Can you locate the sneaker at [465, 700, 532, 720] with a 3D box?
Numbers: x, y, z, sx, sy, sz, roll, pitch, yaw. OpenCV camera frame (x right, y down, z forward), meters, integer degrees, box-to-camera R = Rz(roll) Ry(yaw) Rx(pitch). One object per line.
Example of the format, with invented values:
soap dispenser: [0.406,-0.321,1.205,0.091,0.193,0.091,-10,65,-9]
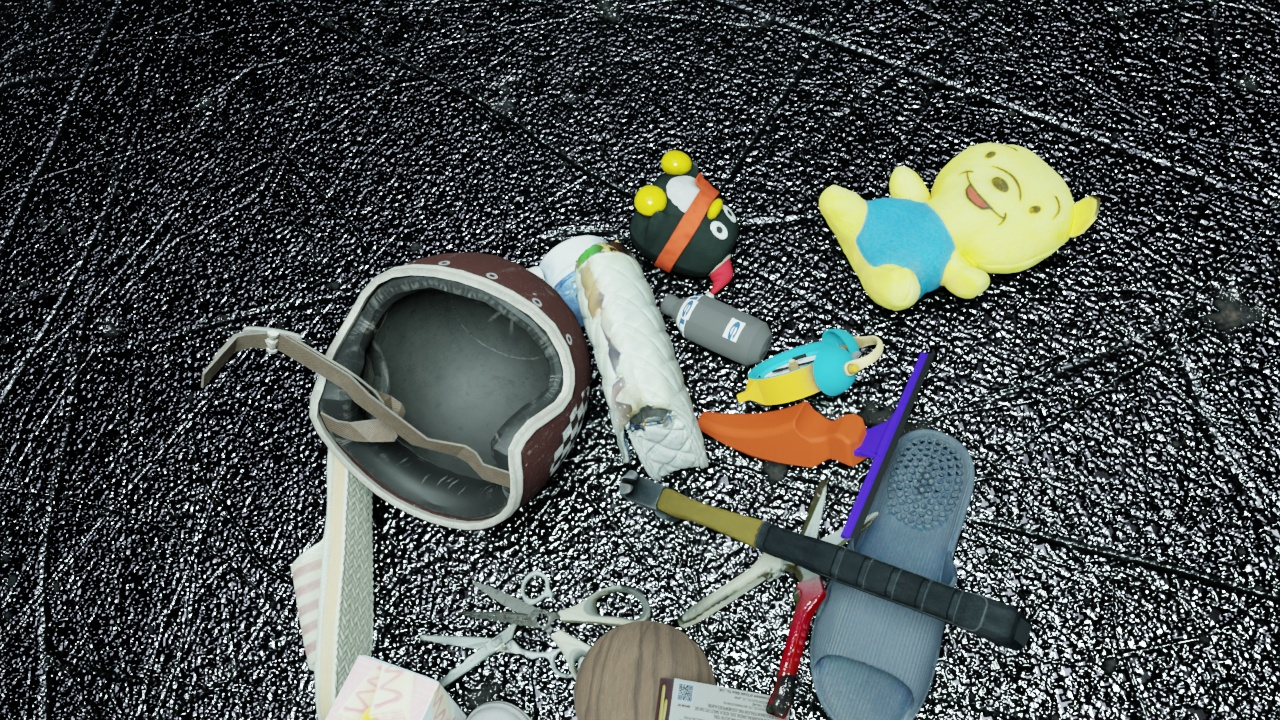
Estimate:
sneaker: [-0.103,0.390,0.689,0.097,0.129,0.262,-18,63,3]

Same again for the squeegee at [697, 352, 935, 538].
squeegee: [0.137,0.066,0.807,0.185,0.055,0.248,6,36,29]

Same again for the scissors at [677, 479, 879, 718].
scissors: [0.106,0.190,0.751,0.180,0.015,0.199,-13,50,39]

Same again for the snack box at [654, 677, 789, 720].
snack box: [0.054,0.347,0.700,0.101,0.032,0.185,15,68,-15]

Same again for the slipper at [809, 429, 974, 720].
slipper: [0.206,0.169,0.743,0.101,0.082,0.263,16,71,20]

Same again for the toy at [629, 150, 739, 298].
toy: [0.049,-0.128,0.897,0.119,0.100,0.097,32,55,-1]

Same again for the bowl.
bowl: [0.004,0.274,0.754,0.119,0.032,0.119,0,68,-1]

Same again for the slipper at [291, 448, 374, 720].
slipper: [-0.273,0.191,0.819,0.052,0.115,0.262,-3,71,-2]

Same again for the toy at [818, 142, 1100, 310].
toy: [0.290,-0.127,0.851,0.214,0.084,0.149,-23,66,-1]

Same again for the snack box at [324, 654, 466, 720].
snack box: [-0.205,0.311,0.752,0.079,0.093,0.094,13,55,16]

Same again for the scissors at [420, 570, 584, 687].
scissors: [-0.113,0.258,0.809,0.165,0.014,0.141,30,74,21]

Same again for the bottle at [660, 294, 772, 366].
bottle: [0.070,-0.034,0.877,0.112,0.047,0.047,27,75,21]

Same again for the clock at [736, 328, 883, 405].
clock: [0.152,0.007,0.817,0.130,0.099,0.044,-18,101,21]

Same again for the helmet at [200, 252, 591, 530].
helmet: [-0.167,0.025,0.790,0.233,0.234,0.252,16,50,12]

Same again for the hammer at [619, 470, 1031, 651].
hammer: [0.118,0.142,0.694,0.334,0.118,0.025,14,76,38]

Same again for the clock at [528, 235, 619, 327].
clock: [-0.069,-0.071,0.899,0.125,0.089,0.052,-26,59,-2]

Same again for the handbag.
handbag: [-0.005,0.005,0.812,0.072,0.139,0.194,-20,51,4]

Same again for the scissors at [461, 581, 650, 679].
scissors: [-0.066,0.226,0.803,0.153,0.013,0.163,-35,67,-14]
